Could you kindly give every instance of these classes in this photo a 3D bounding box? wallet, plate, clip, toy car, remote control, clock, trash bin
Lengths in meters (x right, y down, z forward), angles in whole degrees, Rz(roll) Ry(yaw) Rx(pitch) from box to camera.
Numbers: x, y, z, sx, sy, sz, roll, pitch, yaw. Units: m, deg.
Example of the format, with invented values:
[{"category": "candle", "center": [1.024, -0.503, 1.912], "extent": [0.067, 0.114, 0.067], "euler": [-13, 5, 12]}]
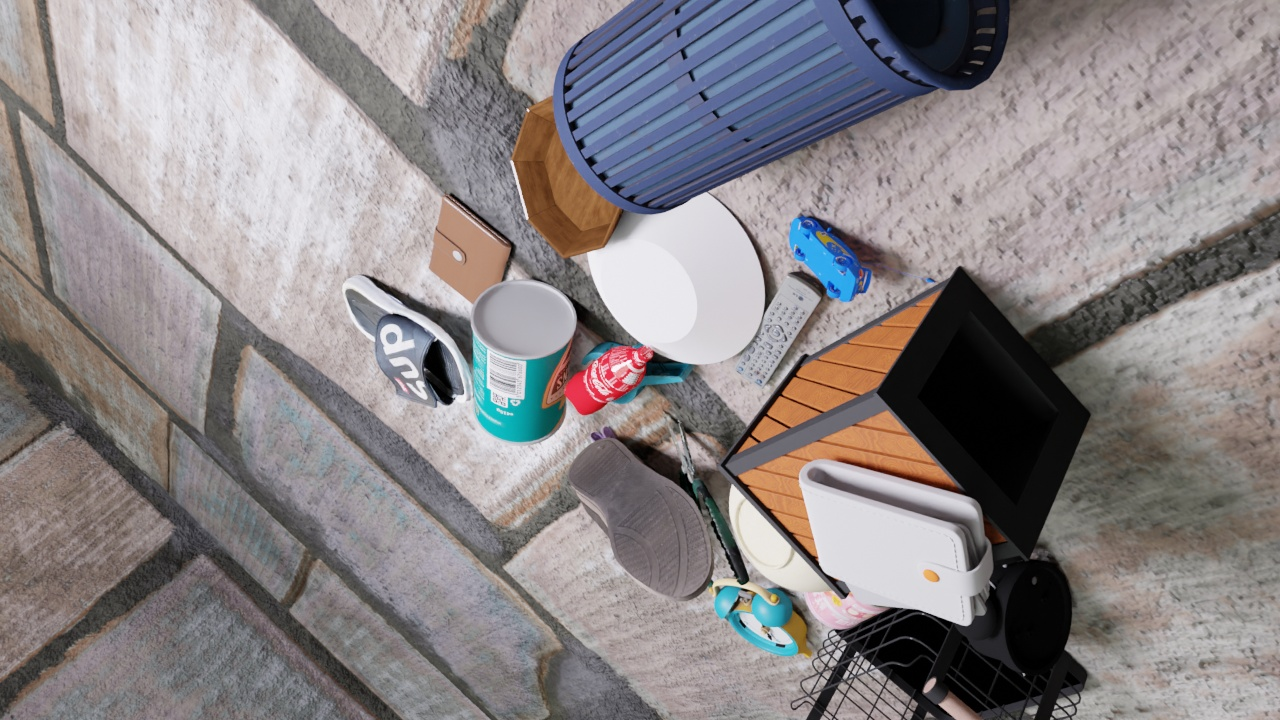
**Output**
[{"category": "wallet", "center": [0.165, 0.126, 0.588], "extent": [0.119, 0.037, 0.115], "euler": [13, 135, 39]}, {"category": "wallet", "center": [-0.177, -0.105, 0.937], "extent": [0.087, 0.013, 0.121], "euler": [39, 144, 6]}, {"category": "plate", "center": [-0.052, -0.149, 0.736], "extent": [0.131, 0.025, 0.131], "euler": [19, 119, 40]}, {"category": "clip", "center": [-0.032, 0.095, 1.005], "extent": [0.050, 0.013, 0.029], "euler": [49, 144, -14]}, {"category": "toy car", "center": [0.156, -0.074, 0.656], "extent": [0.092, 0.061, 0.033], "euler": [56, 157, 36]}, {"category": "remote control", "center": [0.111, -0.022, 0.748], "extent": [0.033, 0.013, 0.137], "euler": [36, 144, 9]}, {"category": "clock", "center": [0.134, 0.285, 1.018], "extent": [0.099, 0.043, 0.129], "euler": [-7, 128, 47]}, {"category": "clock", "center": [0.293, 0.194, 0.732], "extent": [0.120, 0.091, 0.043], "euler": [44, 157, -25]}, {"category": "plate", "center": [0.015, -0.064, 0.756], "extent": [0.174, 0.036, 0.174], "euler": [21, 131, 26]}, {"category": "trash bin", "center": [0.183, 0.058, 0.654], "extent": [0.139, 0.139, 0.172], "euler": [47, 144, -5]}, {"category": "clip", "center": [-0.017, -0.008, 0.877], "extent": [0.120, 0.030, 0.131], "euler": [47, 145, 2]}, {"category": "trash bin", "center": [0.062, -0.178, 0.534], "extent": [0.250, 0.139, 0.139], "euler": [-15, 116, 51]}]

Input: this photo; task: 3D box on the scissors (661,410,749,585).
[{"category": "scissors", "center": [0.063, 0.146, 0.884], "extent": [0.202, 0.015, 0.205], "euler": [75, 172, -46]}]

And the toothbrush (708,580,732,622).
[{"category": "toothbrush", "center": [0.052, 0.234, 1.062], "extent": [0.190, 0.017, 0.016], "euler": [49, 144, -9]}]

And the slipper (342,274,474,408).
[{"category": "slipper", "center": [-0.277, -0.015, 1.045], "extent": [0.264, 0.063, 0.111], "euler": [34, 145, 38]}]

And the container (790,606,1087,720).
[{"category": "container", "center": [0.263, 0.312, 0.845], "extent": [0.163, 0.130, 0.242], "euler": [40, 144, 4]}]

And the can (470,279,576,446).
[{"category": "can", "center": [-0.119, 0.005, 0.920], "extent": [0.099, 0.099, 0.144], "euler": [31, 143, 16]}]

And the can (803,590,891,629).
[{"category": "can", "center": [0.198, 0.209, 0.856], "extent": [0.067, 0.067, 0.076], "euler": [40, 144, 4]}]

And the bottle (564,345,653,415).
[{"category": "bottle", "center": [-0.027, 0.015, 0.848], "extent": [0.042, 0.041, 0.142], "euler": [47, 147, -6]}]

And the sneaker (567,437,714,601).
[{"category": "sneaker", "center": [0.017, 0.178, 0.922], "extent": [0.235, 0.095, 0.120], "euler": [32, 162, 54]}]

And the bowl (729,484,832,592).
[{"category": "bowl", "center": [0.130, 0.137, 0.793], "extent": [0.151, 0.075, 0.151], "euler": [23, 121, 46]}]
